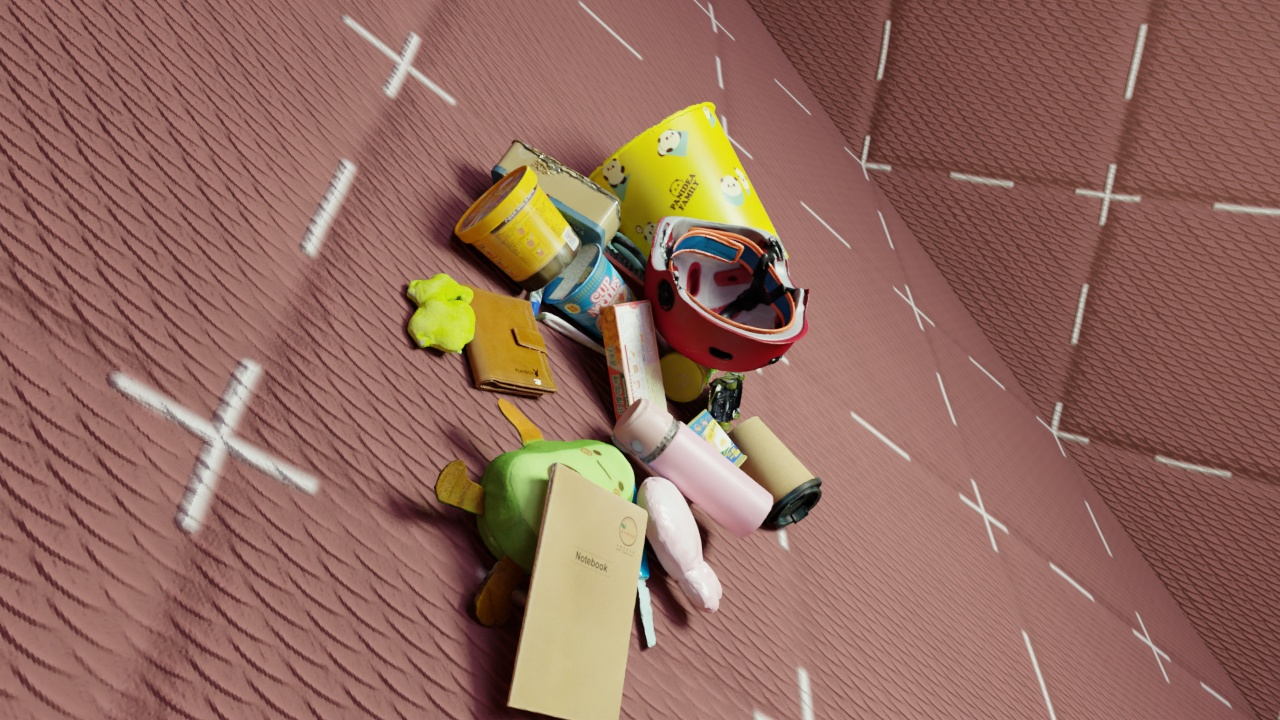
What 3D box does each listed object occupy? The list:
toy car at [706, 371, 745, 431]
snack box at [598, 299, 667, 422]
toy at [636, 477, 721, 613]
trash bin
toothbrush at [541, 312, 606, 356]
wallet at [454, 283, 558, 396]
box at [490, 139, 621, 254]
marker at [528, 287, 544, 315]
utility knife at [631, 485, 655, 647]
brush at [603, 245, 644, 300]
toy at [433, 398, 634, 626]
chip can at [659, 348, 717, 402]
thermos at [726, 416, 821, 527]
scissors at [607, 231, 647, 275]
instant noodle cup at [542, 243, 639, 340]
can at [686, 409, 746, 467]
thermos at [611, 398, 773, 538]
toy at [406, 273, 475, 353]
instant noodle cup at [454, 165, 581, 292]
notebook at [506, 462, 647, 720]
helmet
[{"bbox_3d":[0.117,0.054,1.271,0.158,0.042,0.070,-14,112,-73],"label":"toy car"},{"bbox_3d":[-0.007,0.007,1.126,0.076,0.027,0.156,-13,96,-53],"label":"snack box"},{"bbox_3d":[0.043,0.202,1.011,0.159,0.054,0.121,62,9,5],"label":"toy"},{"bbox_3d":[0.078,-0.213,1.379,0.255,0.230,0.229,59,30,1],"label":"trash bin"},{"bbox_3d":[-0.057,-0.020,1.171,0.180,0.016,0.016,30,28,-33],"label":"toothbrush"},{"bbox_3d":[-0.149,-0.020,1.031,0.119,0.035,0.130,9,50,-42],"label":"wallet"},{"bbox_3d":[-0.102,-0.204,1.179,0.184,0.061,0.090,33,-16,9],"label":"box"},{"bbox_3d":[-0.128,-0.094,1.153,0.017,0.017,0.145,38,32,-23],"label":"marker"},{"bbox_3d":[-0.005,0.205,0.989,0.034,0.018,0.217,41,28,-45],"label":"utility knife"},{"bbox_3d":[-0.042,-0.108,1.244,0.146,0.063,0.069,38,43,-20],"label":"brush"},{"bbox_3d":[-0.087,0.138,0.880,0.246,0.090,0.227,-21,84,-55],"label":"toy"},{"bbox_3d":[0.089,-0.013,1.310,0.072,0.073,0.220,50,30,-2],"label":"chip can"},{"bbox_3d":[0.177,0.150,1.244,0.092,0.093,0.143,-1,49,-55],"label":"thermos"},{"bbox_3d":[-0.005,-0.129,1.298,0.180,0.019,0.144,45,-16,-32],"label":"scissors"},{"bbox_3d":[-0.053,-0.078,1.171,0.110,0.099,0.099,42,30,-30],"label":"instant noodle cup"},{"bbox_3d":[0.078,0.119,1.166,0.083,0.057,0.101,51,30,4],"label":"can"},{"bbox_3d":[0.055,0.128,1.074,0.198,0.087,0.067,38,47,-10],"label":"thermos"},{"bbox_3d":[-0.209,-0.050,0.970,0.096,0.031,0.100,-23,67,-41],"label":"toy"},{"bbox_3d":[-0.142,-0.154,1.107,0.114,0.119,0.118,46,29,-24],"label":"instant noodle cup"},{"bbox_3d":[-0.050,0.214,0.825,0.147,0.008,0.207,37,54,-45],"label":"notebook"},{"bbox_3d":[0.101,-0.065,1.184,0.206,0.144,0.239,3,47,-24],"label":"helmet"}]
